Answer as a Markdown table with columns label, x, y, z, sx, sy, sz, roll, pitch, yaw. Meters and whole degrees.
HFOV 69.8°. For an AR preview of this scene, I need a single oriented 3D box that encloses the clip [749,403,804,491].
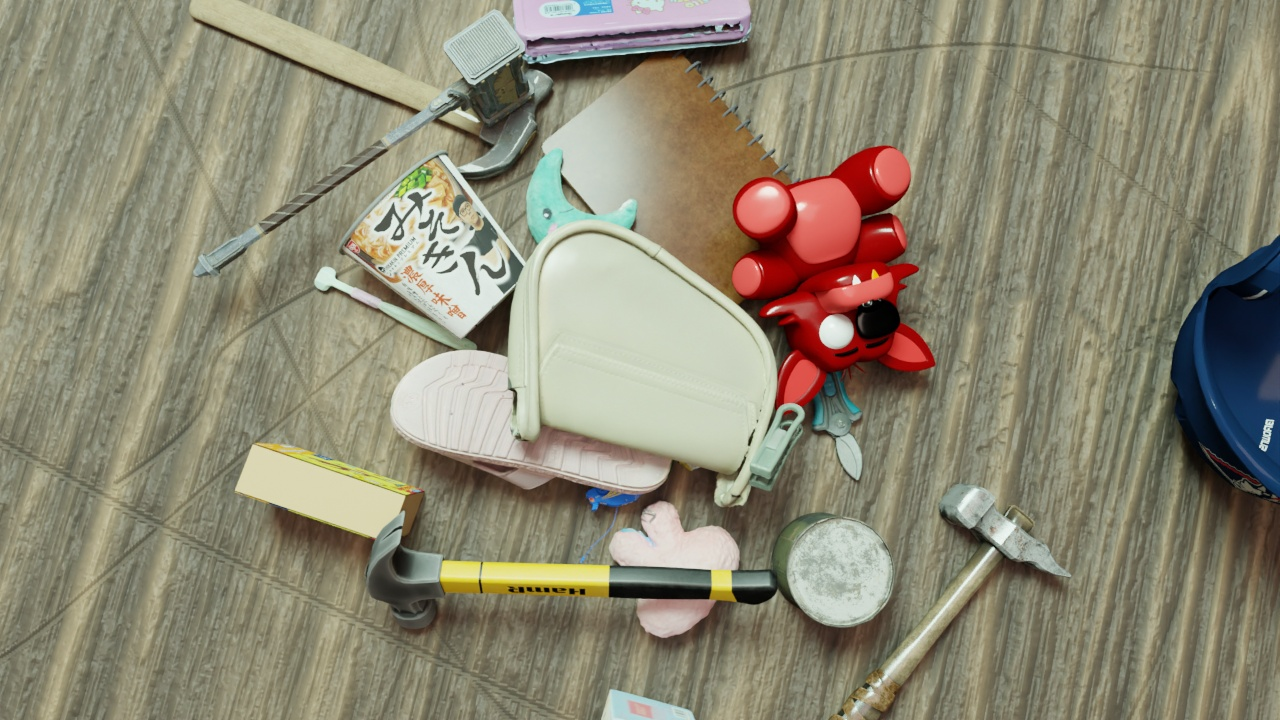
| label | x | y | z | sx | sy | sz | roll | pitch | yaw |
| --- | --- | --- | --- | --- | --- | --- | --- | --- | --- |
| clip | 0.108 | 0.067 | 0.725 | 0.023 | 0.044 | 0.075 | 19 | 49 | 22 |

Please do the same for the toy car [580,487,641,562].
| label | x | y | z | sx | sy | sz | roll | pitch | yaw |
| --- | --- | --- | --- | --- | --- | --- | --- | --- | --- |
| toy car | -0.015 | 0.133 | 0.798 | 0.092 | 0.033 | 0.062 | -14 | 79 | -5 |

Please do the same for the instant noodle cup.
| label | x | y | z | sx | sy | sz | roll | pitch | yaw |
| --- | --- | --- | --- | --- | --- | --- | --- | --- | --- |
| instant noodle cup | -0.166 | -0.090 | 0.778 | 0.123 | 0.124 | 0.122 | -45 | 98 | -7 |

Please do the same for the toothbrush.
| label | x | y | z | sx | sy | sz | roll | pitch | yaw |
| --- | --- | --- | --- | --- | --- | --- | --- | --- | --- |
| toothbrush | -0.216 | -0.042 | 0.816 | 0.155 | 0.015 | 0.022 | 26 | 85 | -1 |

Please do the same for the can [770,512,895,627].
| label | x | y | z | sx | sy | sz | roll | pitch | yaw |
| --- | --- | --- | --- | --- | --- | --- | --- | --- | --- |
| can | 0.162 | 0.177 | 0.787 | 0.090 | 0.074 | 0.090 | 0 | 83 | -3 |

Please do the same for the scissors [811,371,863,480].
| label | x | y | z | sx | sy | sz | roll | pitch | yaw |
| --- | --- | --- | --- | --- | --- | --- | --- | --- | --- |
| scissors | 0.166 | 0.036 | 0.830 | 0.138 | 0.019 | 0.136 | 22 | 85 | -2 |

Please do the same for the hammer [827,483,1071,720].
| label | x | y | z | sx | sy | sz | roll | pitch | yaw |
| --- | --- | --- | --- | --- | --- | --- | --- | --- | --- |
| hammer | 0.237 | 0.256 | 0.801 | 0.121 | 0.049 | 0.318 | 41 | 85 | -1 |

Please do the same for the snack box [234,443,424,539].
| label | x | y | z | sx | sy | sz | roll | pitch | yaw |
| --- | --- | --- | --- | --- | --- | --- | --- | --- | --- |
| snack box | -0.253 | 0.109 | 0.761 | 0.126 | 0.088 | 0.040 | 19 | 83 | -1 |

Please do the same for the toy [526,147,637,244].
| label | x | y | z | sx | sy | sz | roll | pitch | yaw |
| --- | --- | --- | --- | --- | --- | --- | --- | --- | --- |
| toy | -0.061 | -0.130 | 0.815 | 0.105 | 0.033 | 0.085 | 36 | 106 | 9 |

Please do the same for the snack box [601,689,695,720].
| label | x | y | z | sx | sy | sz | roll | pitch | yaw |
| --- | --- | --- | --- | --- | --- | --- | --- | --- | --- |
| snack box | -0.001 | 0.336 | 0.752 | 0.079 | 0.093 | 0.094 | 16 | 84 | -2 |

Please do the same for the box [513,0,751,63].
| label | x | y | z | sx | sy | sz | roll | pitch | yaw |
| --- | --- | --- | --- | --- | --- | --- | --- | --- | --- |
| box | -0.008 | -0.310 | 0.832 | 0.214 | 0.033 | 0.076 | -7 | 55 | -4 |

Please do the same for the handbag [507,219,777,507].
| label | x | y | z | sx | sy | sz | roll | pitch | yaw |
| --- | --- | --- | --- | --- | --- | --- | --- | --- | --- |
| handbag | -0.005 | 0.004 | 0.761 | 0.229 | 0.132 | 0.184 | 18 | 80 | -12 |

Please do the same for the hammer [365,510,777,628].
| label | x | y | z | sx | sy | sz | roll | pitch | yaw |
| --- | --- | --- | --- | --- | --- | --- | --- | --- | --- |
| hammer | -0.055 | 0.172 | 0.723 | 0.324 | 0.170 | 0.034 | 2 | 55 | -1 |

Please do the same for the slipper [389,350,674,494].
| label | x | y | z | sx | sy | sz | roll | pitch | yaw |
| --- | --- | --- | --- | --- | --- | --- | --- | --- | --- |
| slipper | -0.090 | 0.060 | 0.782 | 0.239 | 0.065 | 0.094 | 16 | 62 | -8 |

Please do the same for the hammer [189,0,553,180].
| label | x | y | z | sx | sy | sz | roll | pitch | yaw |
| --- | --- | --- | --- | --- | --- | --- | --- | --- | --- |
| hammer | -0.251 | -0.263 | 0.829 | 0.331 | 0.031 | 0.119 | 23 | 83 | -2 |

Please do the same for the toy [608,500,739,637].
| label | x | y | z | sx | sy | sz | roll | pitch | yaw |
| --- | --- | --- | --- | --- | --- | --- | --- | --- | --- |
| toy | 0.027 | 0.175 | 0.793 | 0.108 | 0.053 | 0.105 | -43 | 77 | -4 |

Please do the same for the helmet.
| label | x | y | z | sx | sy | sz | roll | pitch | yaw |
| --- | --- | --- | --- | --- | --- | --- | --- | --- | --- |
| helmet | 0.551 | 0.026 | 0.746 | 0.232 | 0.224 | 0.271 | 35 | 53 | 14 |

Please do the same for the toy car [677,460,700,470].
| label | x | y | z | sx | sy | sz | roll | pitch | yaw |
| --- | --- | --- | --- | --- | --- | --- | --- | --- | --- |
| toy car | 0.031 | 0.048 | 0.814 | 0.048 | 0.033 | 0.105 | -38 | 87 | -5 |

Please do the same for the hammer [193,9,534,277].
| label | x | y | z | sx | sy | sz | roll | pitch | yaw |
| --- | --- | --- | --- | --- | --- | --- | --- | --- | --- |
| hammer | -0.233 | -0.165 | 0.760 | 0.322 | 0.098 | 0.044 | -36 | 86 | -5 |

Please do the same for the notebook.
| label | x | y | z | sx | sy | sz | roll | pitch | yaw |
| --- | --- | --- | --- | --- | --- | --- | --- | --- | --- |
| notebook | 0.044 | -0.160 | 0.839 | 0.167 | 0.024 | 0.225 | -40 | 88 | -5 |

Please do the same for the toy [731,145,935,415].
| label | x | y | z | sx | sy | sz | roll | pitch | yaw |
| --- | --- | --- | --- | --- | --- | --- | --- | --- | --- |
| toy | 0.163 | -0.067 | 0.773 | 0.158 | 0.120 | 0.197 | -17 | 97 | -13 |
